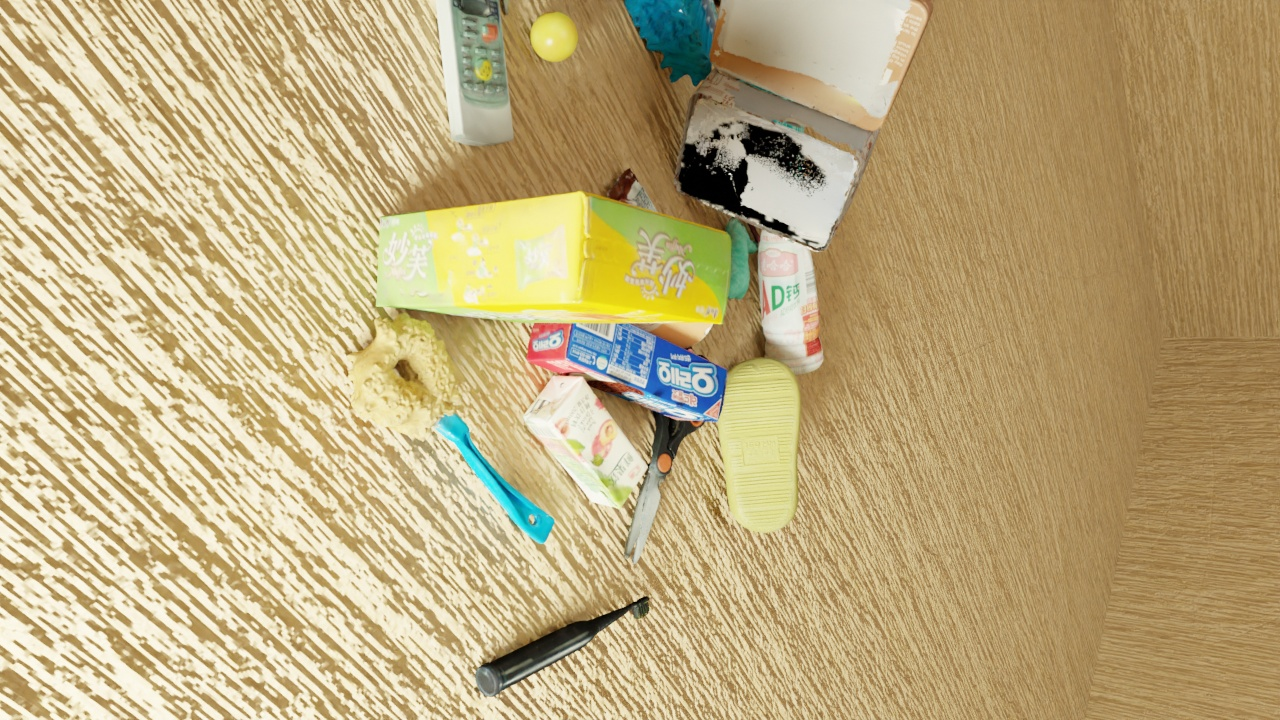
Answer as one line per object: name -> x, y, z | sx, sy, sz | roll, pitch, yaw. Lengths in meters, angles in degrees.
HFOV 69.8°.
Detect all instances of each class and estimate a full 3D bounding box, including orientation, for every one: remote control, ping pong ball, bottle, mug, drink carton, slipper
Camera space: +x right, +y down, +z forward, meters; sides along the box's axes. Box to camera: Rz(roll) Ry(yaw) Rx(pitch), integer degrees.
remote control -> -0.131, -0.239, 0.724 | 0.056, 0.019, 0.135 | -13, 100, -51
ping pong ball -> -0.073, -0.274, 0.778 | 0.040, 0.040, 0.040 | 0, 90, -51
bottle -> 0.167, -0.085, 1.048 | 0.068, 0.068, 0.197 | -28, 114, -48
mug -> 0.004, -0.061, 0.854 | 0.122, 0.078, 0.078 | 15, 78, -45
drink carton -> -0.048, 0.072, 0.808 | 0.053, 0.046, 0.122 | -55, 129, -28
slipper -> 0.129, 0.094, 1.014 | 0.082, 0.091, 0.190 | 85, 4, -79

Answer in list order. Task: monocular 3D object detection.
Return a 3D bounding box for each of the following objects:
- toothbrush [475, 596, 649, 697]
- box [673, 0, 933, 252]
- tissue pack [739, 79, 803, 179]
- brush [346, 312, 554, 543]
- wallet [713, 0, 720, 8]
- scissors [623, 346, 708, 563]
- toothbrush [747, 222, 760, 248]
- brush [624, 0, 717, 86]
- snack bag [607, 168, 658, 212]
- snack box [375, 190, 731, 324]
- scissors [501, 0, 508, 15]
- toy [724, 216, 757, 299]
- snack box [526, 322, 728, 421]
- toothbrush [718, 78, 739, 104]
toothbrush -> -0.058, 0.246, 0.813 | 0.212, 0.026, 0.027 | -8, 84, -51
box -> 0.141, -0.244, 0.855 | 0.082, 0.177, 0.260 | -57, 167, -37
tissue pack -> 0.148, -0.260, 1.037 | 0.093, 0.050, 0.133 | 0, 91, -60
brush -> -0.136, 0.065, 0.710 | 0.255, 0.046, 0.083 | 57, 45, -39
wallet -> 0.061, -0.445, 0.963 | 0.115, 0.020, 0.101 | 24, 73, -46
scissors -> 0.012, 0.083, 0.909 | 0.234, 0.022, 0.148 | -52, 121, -31
toothbrush -> 0.149, -0.125, 1.077 | 0.187, 0.016, 0.017 | 56, 40, -35
brush -> 0.000, -0.420, 0.865 | 0.314, 0.061, 0.109 | 57, 44, -31
snack bag -> 0.004, -0.134, 0.887 | 0.045, 0.026, 0.105 | -56, 130, -30
snack box -> -0.064, -0.065, 0.656 | 0.157, 0.210, 0.070 | 4, 88, -50
scissors -> -0.122, -0.373, 0.740 | 0.174, 0.012, 0.162 | 18, 77, -52
toy -> 0.108, -0.112, 1.015 | 0.096, 0.030, 0.092 | 1, 91, -62
snack box -> -0.005, 0.005, 0.836 | 0.207, 0.058, 0.057 | 23, 72, -42
toothbrush -> 0.106, -0.310, 1.023 | 0.016, 0.014, 0.189 | 47, 50, -9
